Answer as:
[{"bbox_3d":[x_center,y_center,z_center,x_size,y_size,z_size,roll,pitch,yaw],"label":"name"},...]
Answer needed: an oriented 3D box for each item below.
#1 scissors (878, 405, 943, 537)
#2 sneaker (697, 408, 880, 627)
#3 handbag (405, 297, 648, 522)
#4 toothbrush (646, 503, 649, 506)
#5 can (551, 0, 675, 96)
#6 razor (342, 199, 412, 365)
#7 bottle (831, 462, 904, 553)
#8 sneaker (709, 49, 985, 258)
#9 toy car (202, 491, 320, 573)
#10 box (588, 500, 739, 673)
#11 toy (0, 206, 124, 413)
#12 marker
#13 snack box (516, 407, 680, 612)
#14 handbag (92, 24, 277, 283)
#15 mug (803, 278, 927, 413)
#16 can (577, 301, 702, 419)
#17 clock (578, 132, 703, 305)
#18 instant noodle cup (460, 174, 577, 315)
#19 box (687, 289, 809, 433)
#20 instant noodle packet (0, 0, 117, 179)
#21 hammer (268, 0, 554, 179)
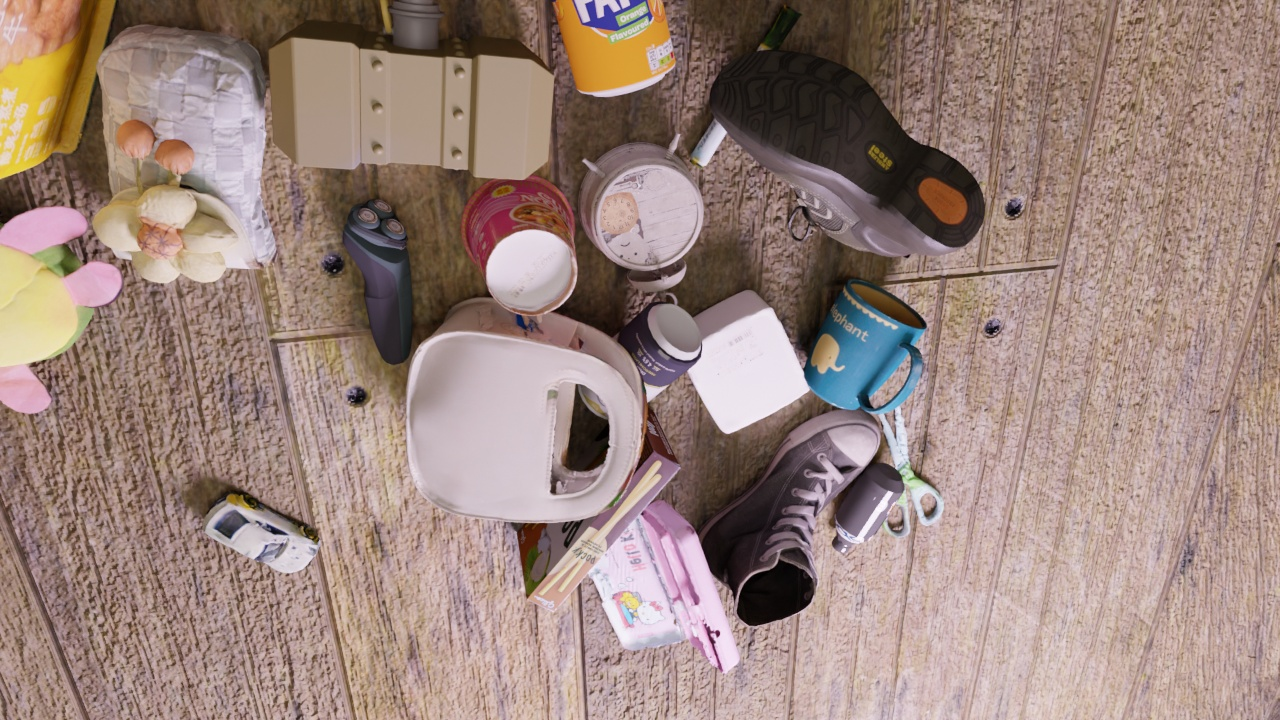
[{"bbox_3d":[0.275,0.121,0.981,0.078,0.032,0.176,-24,115,2],"label":"scissors"},{"bbox_3d":[0.162,0.154,0.912,0.235,0.120,0.095,-41,118,6],"label":"sneaker"},{"bbox_3d":[-0.092,0.044,0.794,0.199,0.092,0.201,12,116,6],"label":"handbag"},{"bbox_3d":[0.019,0.194,0.957,0.018,0.016,0.183,-20,119,3],"label":"toothbrush"},{"bbox_3d":[-0.027,-0.273,0.674,0.079,0.079,0.142,-18,119,-4],"label":"can"},{"bbox_3d":[-0.213,-0.061,0.761,0.052,0.047,0.143,10,122,14],"label":"razor"},{"bbox_3d":[0.236,0.159,0.970,0.047,0.047,0.113,13,120,-19],"label":"bottle"},{"bbox_3d":[0.160,-0.163,0.771,0.238,0.143,0.101,34,81,-3],"label":"sneaker"},{"bbox_3d":[-0.349,0.163,0.847,0.105,0.033,0.048,37,102,-27],"label":"toy car"},{"bbox_3d":[0.024,0.229,0.944,0.073,0.150,0.202,-47,130,-40],"label":"box"},{"bbox_3d":[-0.502,-0.040,0.678,0.238,0.087,0.190,-24,138,5],"label":"toy"},{"bbox_3d":[0.085,-0.225,0.760,0.017,0.017,0.147,25,108,-23],"label":"marker"},{"bbox_3d":[-0.045,0.134,0.863,0.031,0.101,0.186,33,105,-25],"label":"snack box"},{"bbox_3d":[-0.324,-0.141,0.648,0.112,0.123,0.172,6,120,-9],"label":"handbag"},{"bbox_3d":[0.210,-0.002,0.850,0.084,0.112,0.104,9,122,-37],"label":"mug"},{"bbox_3d":[-0.005,0.005,0.810,0.064,0.064,0.128,27,135,-24],"label":"can"},{"bbox_3d":[0.008,-0.107,0.777,0.103,0.061,0.157,-16,117,-5],"label":"clock"},{"bbox_3d":[-0.093,-0.089,0.736,0.097,0.108,0.098,-5,117,-11],"label":"instant noodle cup"},{"bbox_3d":[0.092,-0.006,0.862,0.102,0.076,0.107,-30,121,1],"label":"box"},{"bbox_3d":[-0.404,-0.189,0.550,0.084,0.221,0.163,22,108,-19],"label":"instant noodle packet"},{"bbox_3d":[-0.150,-0.299,0.620,0.190,0.100,0.325,1,116,-14],"label":"hammer"}]
